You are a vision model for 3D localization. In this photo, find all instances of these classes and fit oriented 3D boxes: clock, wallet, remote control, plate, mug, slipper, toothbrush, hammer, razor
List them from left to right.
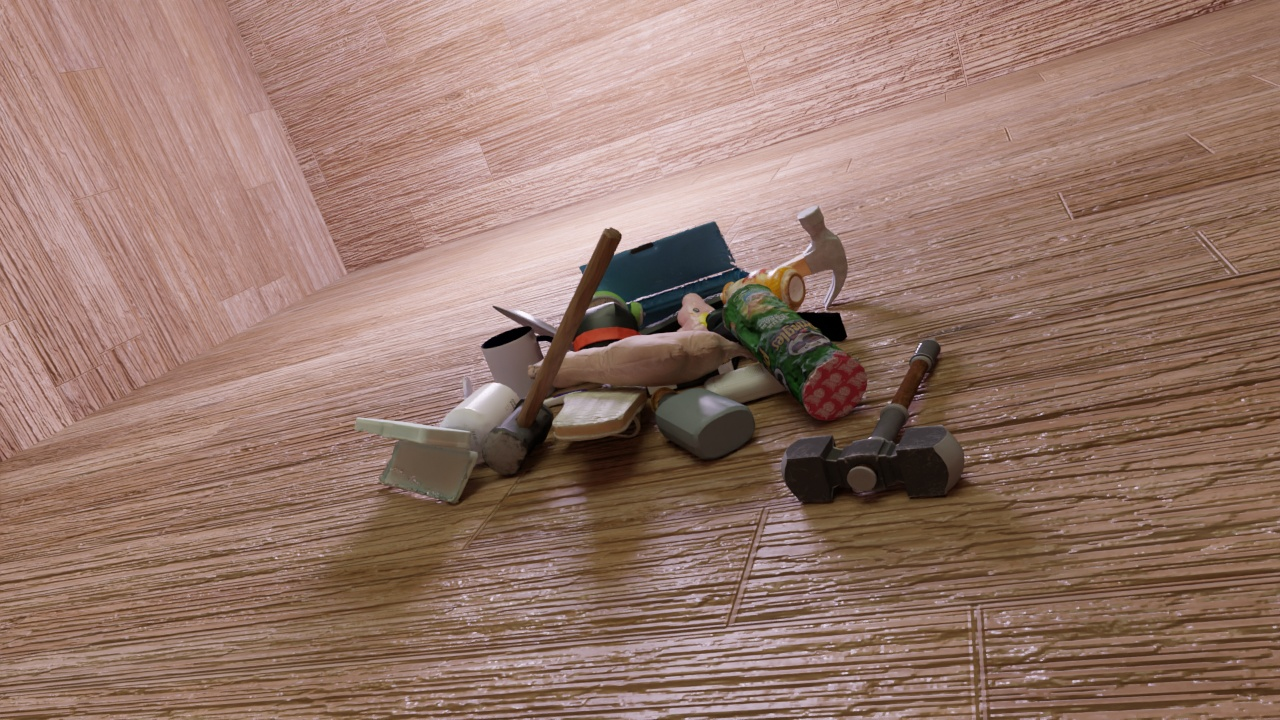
[{"bbox_3d":[-0.159,0.067,1.275,0.187,0.015,0.016,-16,13,11],"label":"toothbrush"},{"bbox_3d":[-0.161,0.006,1.325,0.112,0.097,0.078,-16,18,12],"label":"mug"},{"bbox_3d":[-0.138,-0.044,1.365,0.012,0.178,0.178,-63,26,-5],"label":"plate"},{"bbox_3d":[-0.095,-0.007,1.042,0.052,0.329,0.097,30,30,4],"label":"hammer"},{"bbox_3d":[-0.049,0.069,1.070,0.115,0.052,0.262,-8,6,4],"label":"slipper"},{"bbox_3d":[-0.048,-0.058,1.353,0.094,0.119,0.042,-57,11,10],"label":"clock"},{"bbox_3d":[0.064,0.013,1.185,0.123,0.019,0.072,-14,17,18],"label":"wallet"},{"bbox_3d":[0.132,-0.087,1.290,0.329,0.131,0.039,-25,16,15],"label":"hammer"},{"bbox_3d":[0.151,-0.036,1.167,0.143,0.047,0.052,18,73,32],"label":"razor"},{"bbox_3d":[0.141,0.022,1.065,0.138,0.025,0.060,-16,17,4],"label":"remote control"},{"bbox_3d":[0.203,-0.045,1.186,0.013,0.034,0.150,-34,22,-30],"label":"remote control"},{"bbox_3d":[0.253,0.037,0.884,0.156,0.043,0.321,-9,18,32],"label":"hammer"}]

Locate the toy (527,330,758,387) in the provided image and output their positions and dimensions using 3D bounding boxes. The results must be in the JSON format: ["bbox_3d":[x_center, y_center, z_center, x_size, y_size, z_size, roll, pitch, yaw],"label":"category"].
[{"bbox_3d":[-0.007,0.007,1.139,0.195,0.065,0.265,4,-9,-37],"label":"toy"}]

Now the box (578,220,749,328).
[{"bbox_3d":[0.044,-0.106,1.364,0.232,0.173,0.066,-17,52,26],"label":"box"}]

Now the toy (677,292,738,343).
[{"bbox_3d":[0.087,-0.041,1.245,0.102,0.050,0.093,31,59,15],"label":"toy"}]

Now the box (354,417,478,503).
[{"bbox_3d":[-0.277,0.123,1.126,0.085,0.096,0.199,6,-2,-39],"label":"box"}]

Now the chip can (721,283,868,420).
[{"bbox_3d":[0.162,-0.017,1.008,0.075,0.075,0.223,-22,30,-8],"label":"chip can"}]

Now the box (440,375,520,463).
[{"bbox_3d":[-0.212,0.069,1.200,0.119,0.084,0.159,-9,18,23],"label":"box"}]

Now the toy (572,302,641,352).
[{"bbox_3d":[-0.045,-0.016,1.255,0.097,0.119,0.100,1,-21,-18],"label":"toy"}]

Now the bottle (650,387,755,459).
[{"bbox_3d":[0.057,0.061,1.004,0.072,0.046,0.161,-25,18,-17],"label":"bottle"}]

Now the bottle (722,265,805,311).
[{"bbox_3d":[0.159,-0.088,1.196,0.109,0.063,0.063,-3,24,44],"label":"bottle"}]
